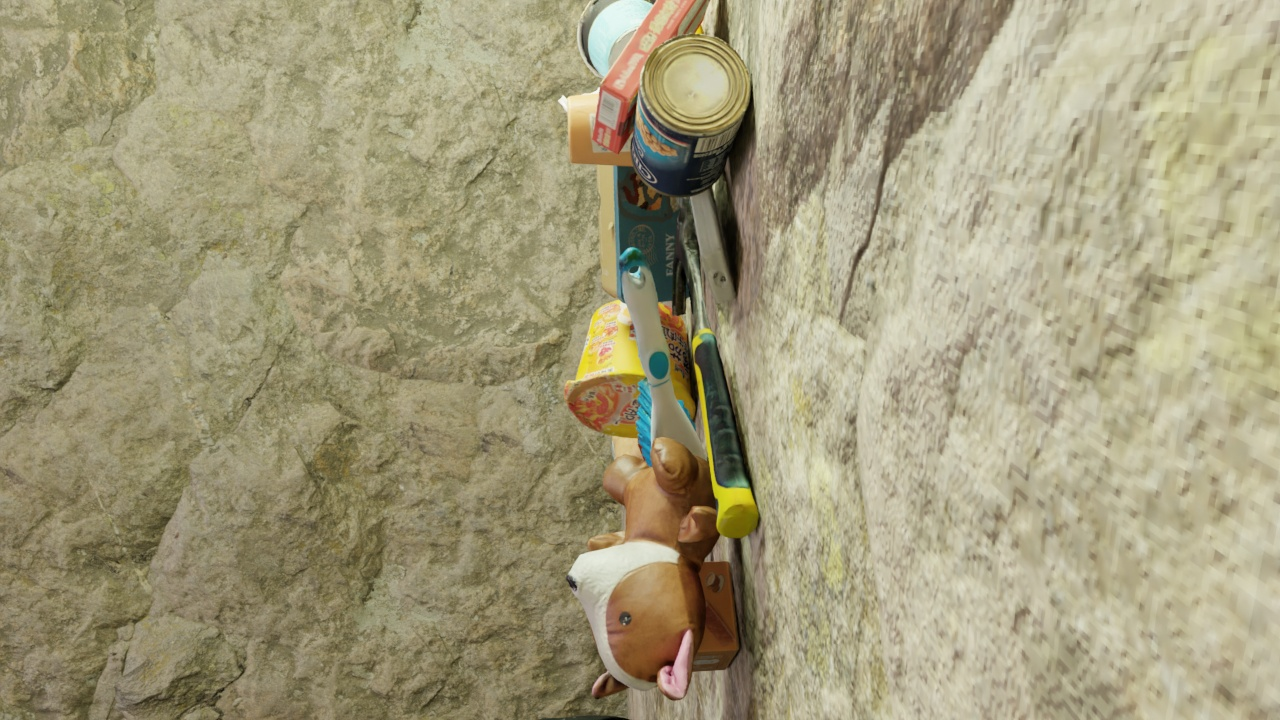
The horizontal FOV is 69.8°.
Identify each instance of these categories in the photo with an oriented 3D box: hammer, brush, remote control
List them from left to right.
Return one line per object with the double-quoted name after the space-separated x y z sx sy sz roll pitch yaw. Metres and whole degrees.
0.020 0.033 0.824 0.109 0.060 0.315 -118 12 -66 "brush"
0.052 -0.110 0.725 0.056 0.019 0.135 66 -167 -48 "remote control"
0.056 -0.001 0.754 0.126 0.032 0.322 92 174 -49 "hammer"

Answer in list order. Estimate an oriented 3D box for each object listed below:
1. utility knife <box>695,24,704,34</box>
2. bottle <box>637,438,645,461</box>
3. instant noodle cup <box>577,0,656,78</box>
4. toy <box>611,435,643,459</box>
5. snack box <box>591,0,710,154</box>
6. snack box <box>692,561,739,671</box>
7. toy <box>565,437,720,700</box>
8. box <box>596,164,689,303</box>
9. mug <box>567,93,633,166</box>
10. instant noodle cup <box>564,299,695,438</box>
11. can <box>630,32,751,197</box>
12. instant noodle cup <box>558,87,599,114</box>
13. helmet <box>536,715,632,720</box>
0.052 -0.236 0.763 0.033 0.015 0.163 92 174 -60 "utility knife"
0.025 0.105 1.104 0.060 0.060 0.206 143 124 -86 "bottle"
-0.009 -0.347 1.021 0.120 0.111 0.111 -108 15 -54 "instant noodle cup"
0.006 0.149 1.242 0.225 0.082 0.143 -104 2 -60 "toy"
0.012 -0.236 0.699 0.152 0.025 0.075 -60 -1 -19 "snack box"
0.031 0.227 0.806 0.093 0.094 0.077 94 173 -62 "snack box"
0.006 0.162 0.717 0.140 0.130 0.199 144 137 -60 "toy"
0.005 -0.139 0.925 0.061 0.089 0.184 -154 57 -63 "box"
-0.004 -0.209 0.828 0.078 0.122 0.078 175 92 -86 "mug"
-0.006 0.006 1.002 0.138 0.138 0.109 93 -179 -58 "instant noodle cup"
0.033 -0.172 0.653 0.111 0.075 0.075 109 158 -78 "can"
-0.019 -0.238 1.035 0.173 0.060 0.138 51 -174 -15 "instant noodle cup"
-0.034 0.412 0.742 0.316 0.240 0.247 138 129 -71 "helmet"
